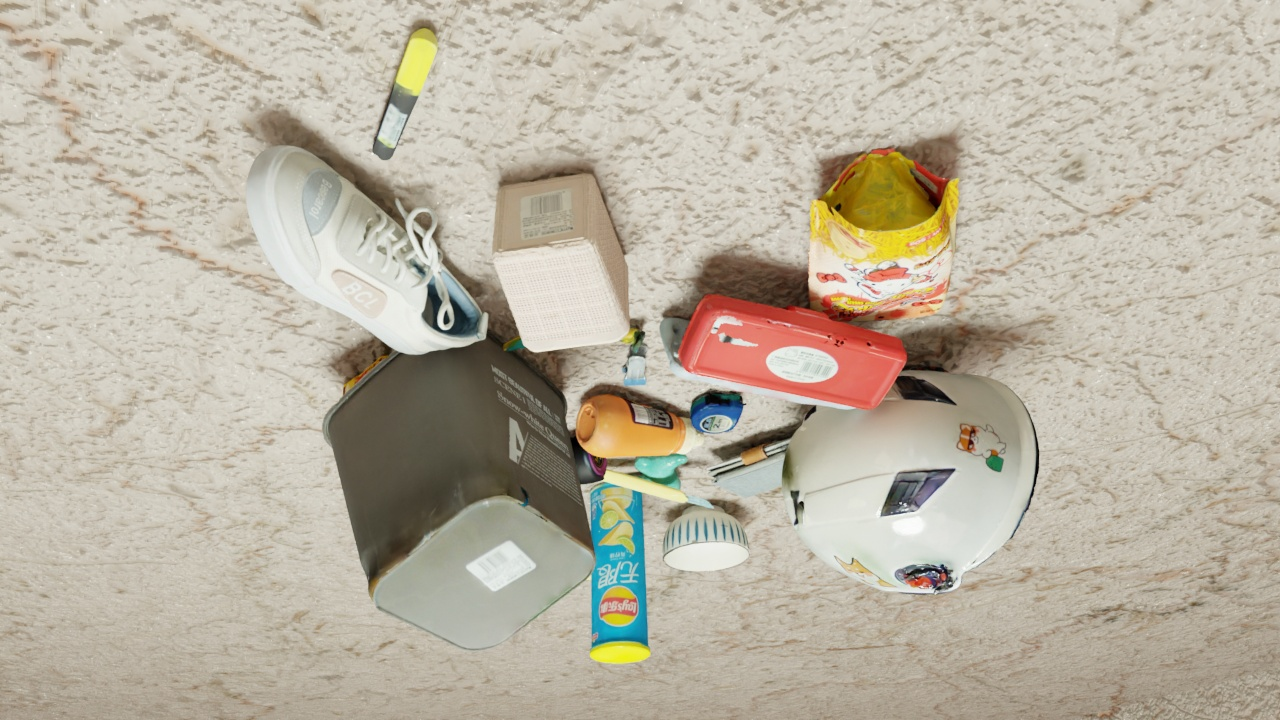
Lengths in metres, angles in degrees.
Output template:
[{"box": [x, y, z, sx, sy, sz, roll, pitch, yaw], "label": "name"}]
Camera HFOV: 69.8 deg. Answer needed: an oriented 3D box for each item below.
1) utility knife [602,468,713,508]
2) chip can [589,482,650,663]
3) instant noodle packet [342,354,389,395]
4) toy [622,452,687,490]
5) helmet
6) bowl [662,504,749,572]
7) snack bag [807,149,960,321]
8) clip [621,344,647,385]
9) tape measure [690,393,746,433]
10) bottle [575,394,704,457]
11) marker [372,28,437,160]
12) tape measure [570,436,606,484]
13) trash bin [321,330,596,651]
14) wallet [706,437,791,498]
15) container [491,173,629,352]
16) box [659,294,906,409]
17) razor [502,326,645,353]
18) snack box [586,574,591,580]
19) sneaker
[{"box": [-0.001, 0.151, 1.096, 0.183, 0.019, 0.031, 18, 150, 13], "label": "utility knife"}, {"box": [-0.027, 0.258, 1.129, 0.071, 0.209, 0.071, -1, 147, -1], "label": "chip can"}, {"box": [-0.227, 0.042, 0.935, 0.128, 0.044, 0.111, 25, 143, -36], "label": "instant noodle packet"}, {"box": [0.018, 0.139, 1.115, 0.096, 0.030, 0.092, -5, 146, 15], "label": "toy"}, {"box": [0.236, 0.108, 0.912, 0.156, 0.229, 0.275, 17, 156, -16], "label": "helmet"}, {"box": [0.086, 0.235, 1.233, 0.116, 0.066, 0.117, -2, 149, -1], "label": "bowl"}, {"box": [0.198, -0.084, 0.757, 0.129, 0.073, 0.208, -9, 154, 9], "label": "snack bag"}, {"box": [-0.005, 0.004, 0.913, 0.026, 0.037, 0.058, 2, 150, -4], "label": "clip"}, {"box": [0.081, 0.056, 0.991, 0.054, 0.025, 0.058, 5, 143, -8], "label": "tape measure"}, {"box": [0.006, 0.076, 0.990, 0.149, 0.066, 0.067, 10, 146, -31], "label": "bottle"}, {"box": [-0.162, -0.177, 0.623, 0.018, 0.015, 0.124, 15, 147, -23], "label": "marker"}, {"box": [-0.065, 0.113, 1.042, 0.039, 0.057, 0.058, -14, 154, 19], "label": "tape measure"}, {"box": [-0.157, 0.115, 0.832, 0.199, 0.219, 0.199, -40, 130, 9], "label": "trash bin"}, {"box": [0.155, 0.121, 1.086, 0.130, 0.037, 0.106, -25, 150, 26], "label": "wallet"}, {"box": [-0.063, -0.077, 0.717, 0.090, 0.089, 0.111, -7, 145, 7], "label": "container"}, {"box": [0.127, -0.019, 0.832, 0.201, 0.100, 0.095, 11, 124, -18], "label": "box"}, {"box": [-0.063, -0.020, 0.860, 0.132, 0.028, 0.043, -2, 175, -6], "label": "razor"}, {"box": [-0.155, 0.237, 1.227, 0.115, 0.063, 0.240, -15, 146, 19], "label": "snack box"}, {"box": [-0.196, -0.073, 0.707, 0.091, 0.089, 0.242, 2, 155, 22], "label": "sneaker"}]
